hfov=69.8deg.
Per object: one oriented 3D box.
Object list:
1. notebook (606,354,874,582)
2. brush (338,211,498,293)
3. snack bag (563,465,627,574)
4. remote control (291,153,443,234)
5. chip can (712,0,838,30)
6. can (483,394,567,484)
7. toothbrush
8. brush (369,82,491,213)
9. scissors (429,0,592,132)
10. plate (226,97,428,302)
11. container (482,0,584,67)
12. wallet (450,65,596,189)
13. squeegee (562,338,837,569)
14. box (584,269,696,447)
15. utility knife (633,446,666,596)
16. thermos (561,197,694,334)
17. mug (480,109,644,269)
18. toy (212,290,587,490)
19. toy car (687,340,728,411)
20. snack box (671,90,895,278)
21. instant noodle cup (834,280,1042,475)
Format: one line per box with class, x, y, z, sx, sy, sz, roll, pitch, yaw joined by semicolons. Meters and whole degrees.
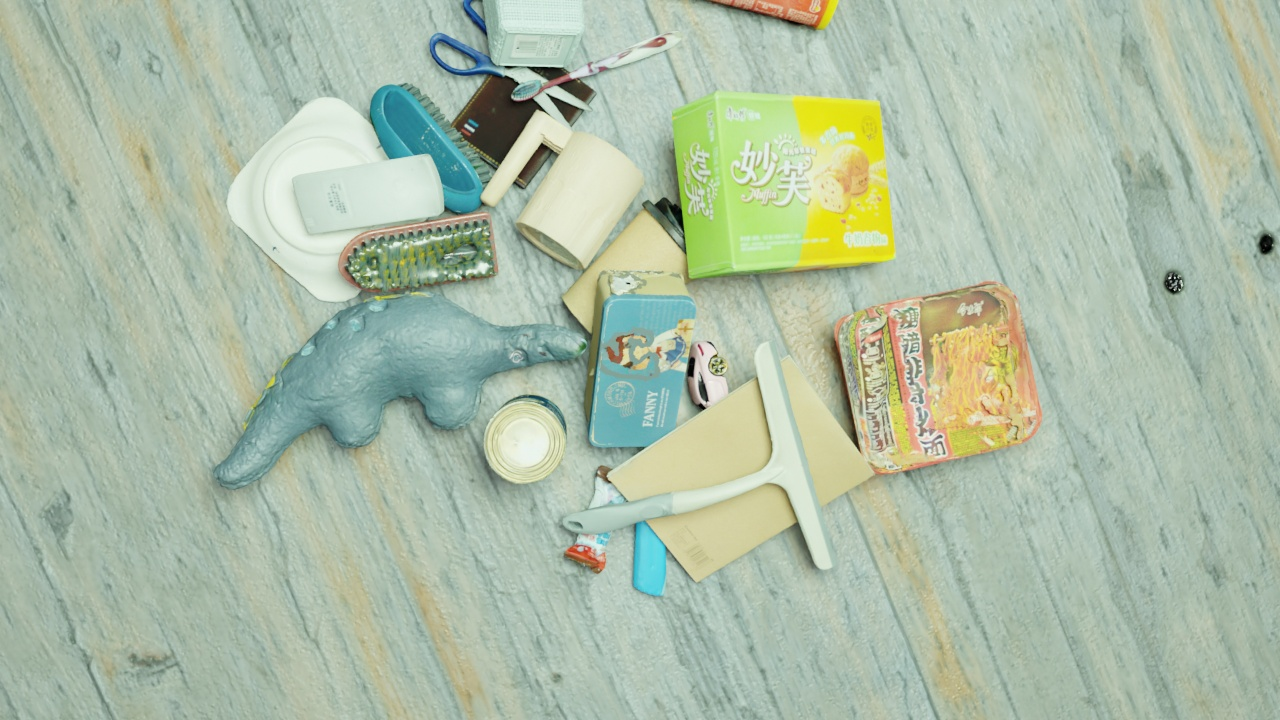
notebook;0.096;0.111;0.885;0.212;0.012;0.149;-35;105;13
brush;-0.210;-0.100;0.866;0.145;0.069;0.063;-11;113;-16
snack bag;-0.039;0.158;0.916;0.045;0.026;0.105;21;89;4
remote control;-0.248;-0.152;0.840;0.135;0.019;0.056;-7;111;10
chip can;0.086;-0.381;0.890;0.216;0.073;0.073;12;90;-4
can;-0.107;0.072;0.866;0.075;0.111;0.075;0;91;-4
toothbrush;-0.040;-0.289;0.892;0.187;0.017;0.016;-25;87;-15
brush;-0.204;-0.198;0.867;0.055;0.073;0.144;-37;94;36
scissors;-0.120;-0.292;0.893;0.169;0.012;0.146;5;84;-6
plate;-0.302;-0.157;0.885;0.164;0.034;0.163;42;89;-4
container;-0.100;-0.340;0.853;0.090;0.090;0.111;-5;83;-16
wallet;-0.117;-0.244;0.905;0.096;0.020;0.122;36;86;-4
squeegee;0.040;0.129;0.867;0.247;0.039;0.246;-16;108;7
box;-0.005;0.005;0.862;0.089;0.059;0.185;-1;123;-11
utility knife;0.011;0.154;0.925;0.034;0.018;0.166;2;90;-17
thermos;-0.003;-0.086;0.886;0.143;0.093;0.093;-40;94;6
mug;-0.075;-0.161;0.870;0.124;0.084;0.103;33;82;-5
toy;-0.230;0.007;0.859;0.356;0.091;0.137;-18;73;-7
toy car;0.071;0.040;0.907;0.037;0.056;0.122;-14;93;-8
snack box;0.138;-0.161;0.858;0.209;0.070;0.157;-7;92;-33
instant noodle cup;0.289;0.015;0.911;0.189;0.079;0.164;-12;93;-3
